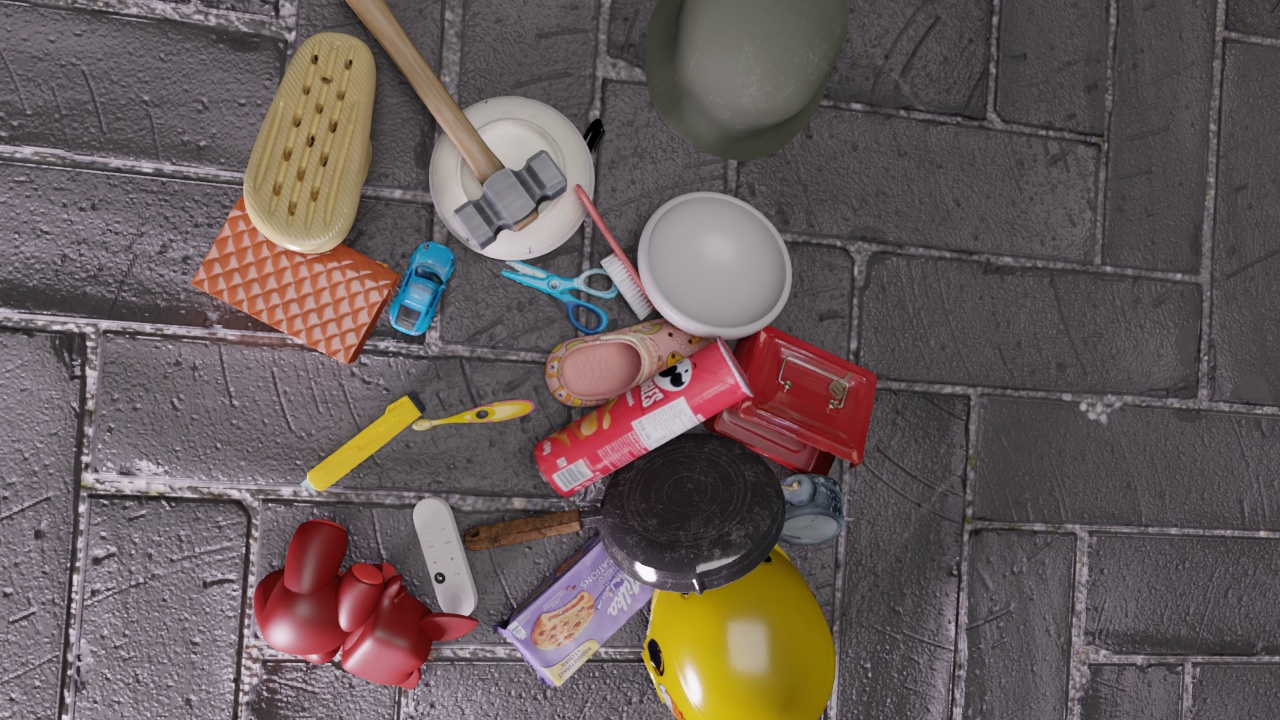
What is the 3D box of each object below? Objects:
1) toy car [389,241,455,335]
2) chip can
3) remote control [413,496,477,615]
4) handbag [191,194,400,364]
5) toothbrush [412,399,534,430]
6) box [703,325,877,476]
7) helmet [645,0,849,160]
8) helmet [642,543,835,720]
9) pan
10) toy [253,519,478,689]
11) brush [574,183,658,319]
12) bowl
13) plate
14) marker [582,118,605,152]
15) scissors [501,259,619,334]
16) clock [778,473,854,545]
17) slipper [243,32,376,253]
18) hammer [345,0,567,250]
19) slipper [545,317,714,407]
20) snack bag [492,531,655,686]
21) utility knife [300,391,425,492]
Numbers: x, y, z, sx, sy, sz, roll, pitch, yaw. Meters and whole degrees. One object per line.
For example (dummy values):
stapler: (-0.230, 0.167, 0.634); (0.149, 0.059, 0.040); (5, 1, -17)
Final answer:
toy car: (-0.236, -0.079, 0.993); (0.048, 0.032, 0.105); (23, 83, -10)
chip can: (0.001, 0.063, 0.970); (0.233, 0.073, 0.073); (-30, 96, 9)
remote control: (-0.212, 0.214, 0.997); (0.043, 0.013, 0.136); (-16, 93, 15)
handbag: (-0.352, -0.085, 0.953); (0.172, 0.060, 0.109); (28, 89, -8)
toothbrush: (-0.183, 0.061, 1.010); (0.135, 0.016, 0.021); (-9, 87, -12)
box: (0.171, 0.050, 1.054); (0.157, 0.123, 0.136); (25, 66, -8)
helmet: (0.137, -0.371, 1.011); (0.227, 0.154, 0.267); (21, 85, -11)
helmet: (0.118, 0.316, 0.986); (0.209, 0.139, 0.240); (-19, 110, -12)
pan: (-0.024, 0.163, 0.984); (0.357, 0.207, 0.040); (-9, 133, 4)
toy: (-0.286, 0.259, 0.935); (0.197, 0.120, 0.159); (30, 120, -20)
brush: (-0.033, -0.117, 1.015); (0.030, 0.041, 0.172); (-34, 113, -1)
bowl: (0.077, -0.098, 1.031); (0.176, 0.066, 0.176); (5, 68, -14)
plate: (-0.141, -0.202, 1.003); (0.182, 0.034, 0.182); (0, 89, -5)
marker: (-0.075, -0.211, 1.035); (0.022, 0.016, 0.138); (26, 85, 7)
scissors: (-0.095, -0.076, 1.033); (0.140, 0.015, 0.083); (14, 86, -14)
clock: (0.178, 0.165, 1.040); (0.129, 0.090, 0.052); (29, 42, -31)
slipper: (-0.335, -0.220, 0.954); (0.111, 0.079, 0.261); (8, 69, -10)
hammer: (-0.212, -0.273, 0.957); (0.117, 0.051, 0.323); (-36, 90, -5)
slipper: (-0.006, 0.006, 1.017); (0.197, 0.081, 0.093); (-12, 93, -10)
snack bag: (-0.056, 0.256, 1.016); (0.205, 0.058, 0.096); (-40, 102, -13)
utility knife: (-0.298, 0.089, 0.986); (0.155, 0.017, 0.030); (-38, 92, -11)
